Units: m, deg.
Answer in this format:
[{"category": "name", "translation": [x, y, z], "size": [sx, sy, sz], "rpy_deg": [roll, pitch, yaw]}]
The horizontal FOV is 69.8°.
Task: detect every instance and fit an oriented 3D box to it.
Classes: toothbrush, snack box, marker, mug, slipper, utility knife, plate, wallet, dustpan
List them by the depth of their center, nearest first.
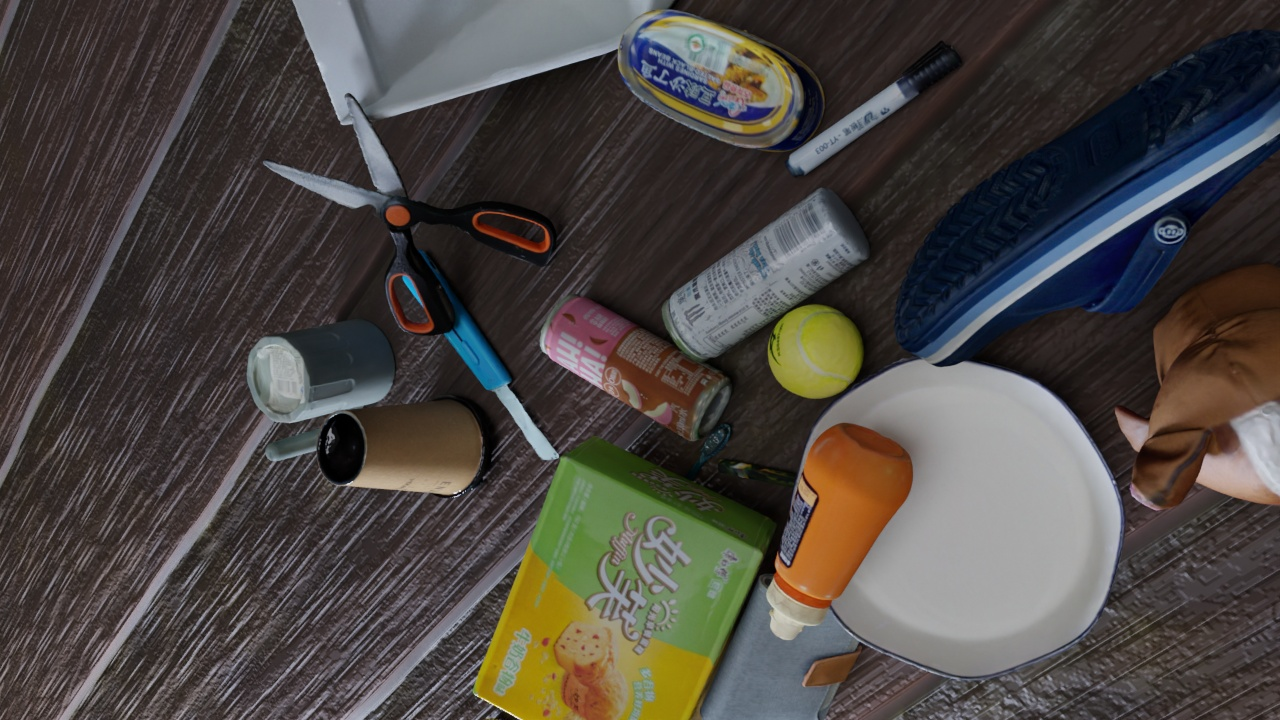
[{"category": "slipper", "translation": [0.264, -0.080, 0.535], "size": [0.095, 0.104, 0.254], "rpy_deg": [40, 124, -13]}, {"category": "dustpan", "translation": [-0.089, -0.283, 0.602], "size": [0.143, 0.257, 0.223], "rpy_deg": [34, 150, 32]}, {"category": "plate", "translation": [0.204, 0.100, 0.606], "size": [0.205, 0.045, 0.205], "rpy_deg": [-2, 86, 27]}, {"category": "marker", "translation": [0.153, -0.167, 0.617], "size": [0.131, 0.018, 0.022], "rpy_deg": [-32, 99, 28]}, {"category": "toothbrush", "translation": [0.143, 0.095, 0.671], "size": [0.186, 0.017, 0.012], "rpy_deg": [10, 94, 26]}, {"category": "wallet", "translation": [0.113, 0.218, 0.672], "size": [0.037, 0.106, 0.130], "rpy_deg": [-120, 44, -59]}, {"category": "snack box", "translation": [-0.014, 0.184, 0.677], "size": [0.158, 0.070, 0.210], "rpy_deg": [24, 104, 12]}, {"category": "toothbrush", "translation": [0.017, 0.122, 0.743], "size": [0.016, 0.018, 0.192], "rpy_deg": [42, 115, 15]}, {"category": "utility knife", "translation": [-0.140, -0.002, 0.805], "size": [0.034, 0.018, 0.223], "rpy_deg": [-42, 81, 27]}, {"category": "mug", "translation": [-0.295, 0.028, 0.843], "size": [0.084, 0.103, 0.124], "rpy_deg": [20, 107, 23]}]

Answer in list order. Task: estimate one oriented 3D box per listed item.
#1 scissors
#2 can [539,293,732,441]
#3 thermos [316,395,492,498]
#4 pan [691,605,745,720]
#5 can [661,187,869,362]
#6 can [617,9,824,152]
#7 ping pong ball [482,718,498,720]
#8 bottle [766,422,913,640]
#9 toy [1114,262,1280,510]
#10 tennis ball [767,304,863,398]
[{"category": "scissors", "translation": [-0.173, -0.107, 0.727], "size": [0.232, 0.021, 0.221], "rpy_deg": [1, 132, -10]}, {"category": "can", "translation": [-0.004, 0.004, 0.709], "size": [0.147, 0.057, 0.058], "rpy_deg": [30, 112, 21]}, {"category": "thermos", "translation": [-0.199, 0.075, 0.786], "size": [0.093, 0.143, 0.093], "rpy_deg": [-2, 85, 32]}, {"category": "pan", "translation": [-0.019, 0.308, 0.776], "size": [0.198, 0.078, 0.358], "rpy_deg": [15, 102, 14]}, {"category": "can", "translation": [0.086, -0.058, 0.649], "size": [0.147, 0.058, 0.058], "rpy_deg": [-35, 83, 29]}, {"category": "can", "translation": [0.055, -0.197, 0.645], "size": [0.148, 0.049, 0.075], "rpy_deg": [31, 113, 19]}, {"category": "ping pong ball", "translation": [-0.141, 0.356, 0.858], "size": [0.040, 0.040, 0.040], "rpy_deg": [5, 102, 27]}, {"category": "bottle", "translation": [0.120, 0.116, 0.592], "size": [0.067, 0.066, 0.150], "rpy_deg": [28, 108, 21]}, {"category": "toy", "translation": [0.317, 0.021, 0.462], "size": [0.140, 0.199, 0.130], "rpy_deg": [-41, 76, 29]}, {"category": "tennis ball", "translation": [0.121, -0.006, 0.636], "size": [0.066, 0.065, 0.065], "rpy_deg": [5, 102, 27]}]
